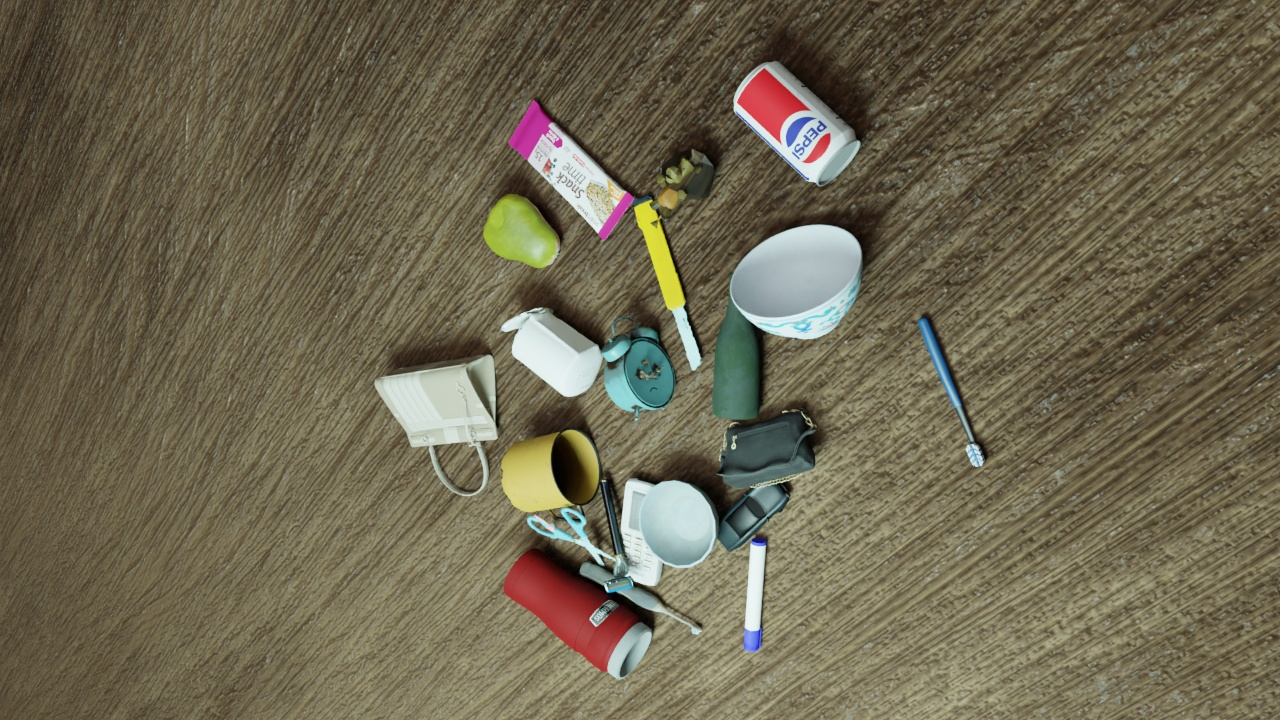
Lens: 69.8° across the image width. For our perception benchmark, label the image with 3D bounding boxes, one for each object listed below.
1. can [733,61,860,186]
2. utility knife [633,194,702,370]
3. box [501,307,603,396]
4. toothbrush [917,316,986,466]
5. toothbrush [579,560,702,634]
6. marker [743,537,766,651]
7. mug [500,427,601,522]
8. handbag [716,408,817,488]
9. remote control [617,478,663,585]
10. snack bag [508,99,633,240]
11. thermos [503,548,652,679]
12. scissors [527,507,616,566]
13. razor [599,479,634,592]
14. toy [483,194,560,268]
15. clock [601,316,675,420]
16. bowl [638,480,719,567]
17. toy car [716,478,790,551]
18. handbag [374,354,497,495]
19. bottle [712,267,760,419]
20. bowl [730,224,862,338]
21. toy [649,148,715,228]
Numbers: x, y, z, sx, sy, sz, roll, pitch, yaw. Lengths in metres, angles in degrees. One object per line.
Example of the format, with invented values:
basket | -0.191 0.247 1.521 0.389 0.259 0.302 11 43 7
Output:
can | 0.166 -0.255 0.985 0.132 0.070 0.070 48 118 15
utility knife | 0.034 -0.095 1.120 0.031 0.019 0.223 -20 84 37
box | -0.118 -0.023 1.188 0.143 0.080 0.089 34 129 22
toothbrush | 0.329 0.032 0.973 0.014 0.014 0.167 -24 87 42
toothbrush | 0.001 0.312 1.208 0.186 0.022 0.024 22 114 24
marker | 0.141 0.287 1.124 0.020 0.020 0.141 9 103 29
mug | -0.116 0.157 1.205 0.094 0.100 0.124 -15 98 33
handbag | 0.146 0.100 1.063 0.129 0.054 0.079 -19 58 30
remote control | 0.005 0.221 1.187 0.060 0.025 0.138 13 105 28
snack bag | -0.092 -0.243 1.167 0.196 0.016 0.070 47 119 16
thermos | -0.086 0.345 1.232 0.199 0.083 0.108 29 131 25
scissors | -0.076 0.227 1.197 0.140 0.015 0.111 26 140 -12
razor | -0.034 0.224 1.187 0.043 0.022 0.144 -18 71 26
toy | -0.153 -0.162 1.198 0.110 0.051 0.090 40 118 16
clock | -0.007 0.006 1.122 0.053 0.089 0.124 -22 88 41
bowl | 0.053 0.197 1.122 0.106 0.039 0.106 3 95 32
toy car | 0.131 0.184 1.102 0.046 0.034 0.112 48 118 15
handbag | -0.273 0.101 1.321 0.176 0.062 0.198 -8 103 31
bottle | 0.113 -0.021 1.066 0.055 0.055 0.174 6 100 29
bowl | 0.178 -0.072 0.995 0.144 0.143 0.074 -4 136 31
toy | 0.042 -0.199 1.068 0.100 0.062 0.076 -51 53 8
